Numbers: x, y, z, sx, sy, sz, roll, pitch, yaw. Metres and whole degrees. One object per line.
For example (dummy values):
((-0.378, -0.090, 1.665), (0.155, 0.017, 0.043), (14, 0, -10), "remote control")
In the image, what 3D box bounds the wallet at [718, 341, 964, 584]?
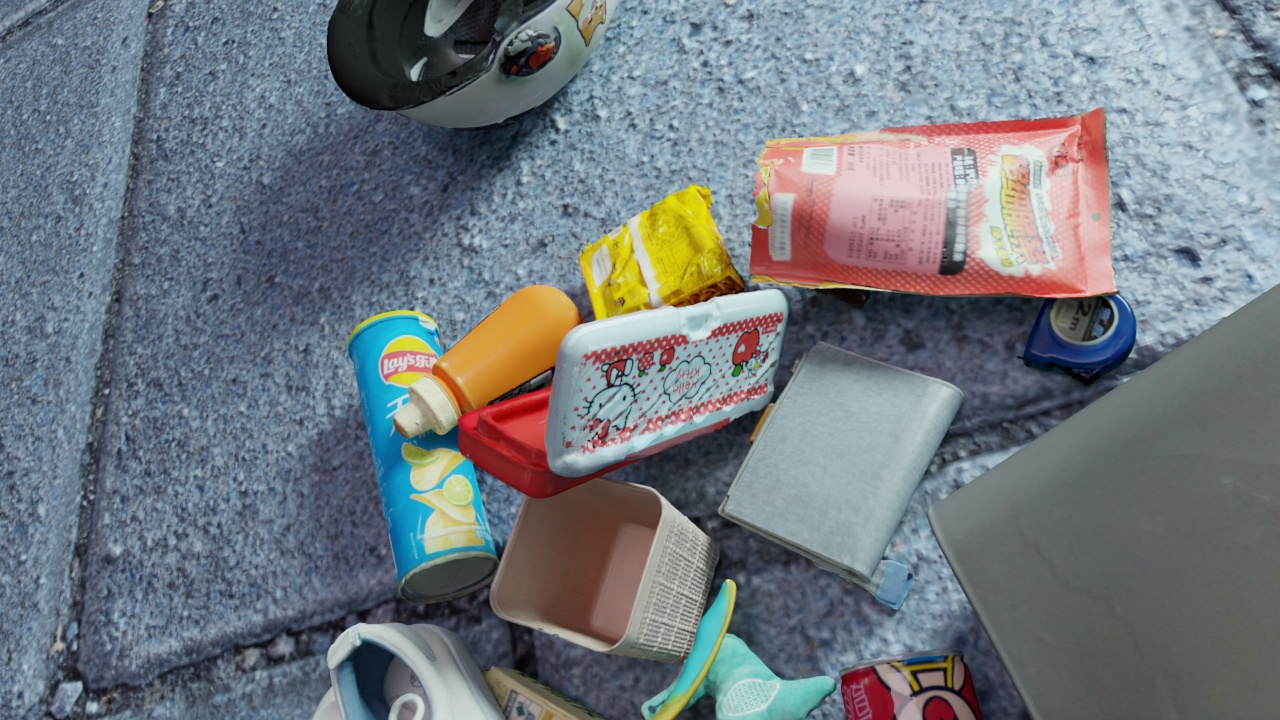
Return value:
((0.117, 0.057, 0.552), (0.107, 0.037, 0.129), (21, 68, 32), "wallet")

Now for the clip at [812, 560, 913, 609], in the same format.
((0.127, 0.121, 0.531), (0.058, 0.037, 0.026), (22, 81, 33), "clip")

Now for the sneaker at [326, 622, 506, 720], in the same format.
((-0.097, 0.235, 0.472), (0.089, 0.090, 0.242), (-40, 56, 4), "sneaker")

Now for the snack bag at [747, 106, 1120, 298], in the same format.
((0.172, -0.092, 0.555), (0.208, 0.073, 0.128), (2, 66, 16), "snack bag")

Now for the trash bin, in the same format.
((0.266, 0.090, 0.384), (0.220, 0.198, 0.198), (-33, 55, 18), "trash bin")

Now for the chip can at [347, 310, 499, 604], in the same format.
((-0.160, 0.065, 0.669), (0.071, 0.071, 0.210), (-30, 58, 12), "chip can")

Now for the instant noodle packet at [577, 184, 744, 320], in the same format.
((0.012, -0.064, 0.642), (0.111, 0.044, 0.128), (-27, 38, 12), "instant noodle packet")

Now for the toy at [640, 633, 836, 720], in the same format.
((0.049, 0.185, 0.512), (0.096, 0.030, 0.092), (-28, 20, -12), "toy")

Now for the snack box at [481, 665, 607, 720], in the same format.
((-0.086, 0.313, 0.524), (0.115, 0.063, 0.239), (16, 76, 31), "snack box")

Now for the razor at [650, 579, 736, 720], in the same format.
((0.018, 0.174, 0.502), (0.028, 0.043, 0.132), (36, 59, 15), "razor")

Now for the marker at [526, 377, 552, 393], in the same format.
((-0.032, 0.009, 0.665), (0.124, 0.015, 0.018), (-21, 59, 20), "marker")

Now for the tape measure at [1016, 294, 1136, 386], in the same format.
((0.253, -0.016, 0.527), (0.054, 0.025, 0.058), (20, 79, 31), "tape measure")

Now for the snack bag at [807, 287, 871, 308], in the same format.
((0.153, -0.084, 0.607), (0.045, 0.026, 0.105), (30, 86, 28), "snack bag")

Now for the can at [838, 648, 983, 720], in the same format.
((0.141, 0.199, 0.460), (0.067, 0.066, 0.093), (-18, 61, 19), "can")

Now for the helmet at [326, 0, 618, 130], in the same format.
((-0.117, -0.303, 0.764), (0.230, 0.156, 0.274), (37, 97, 32), "helmet")

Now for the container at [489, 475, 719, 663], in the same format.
((-0.013, 0.125, 0.543), (0.090, 0.111, 0.089), (9, 72, 29), "container")

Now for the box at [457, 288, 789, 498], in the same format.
((-0.004, 0.003, 0.534), (0.094, 0.200, 0.100), (25, 115, 34), "box")

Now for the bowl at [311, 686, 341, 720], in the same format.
((-0.172, 0.249, 0.594), (0.117, 0.066, 0.116), (-11, 63, 22), "bowl")

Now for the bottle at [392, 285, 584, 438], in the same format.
((-0.109, 0.006, 0.645), (0.149, 0.067, 0.067), (-37, 52, -24), "bottle")
